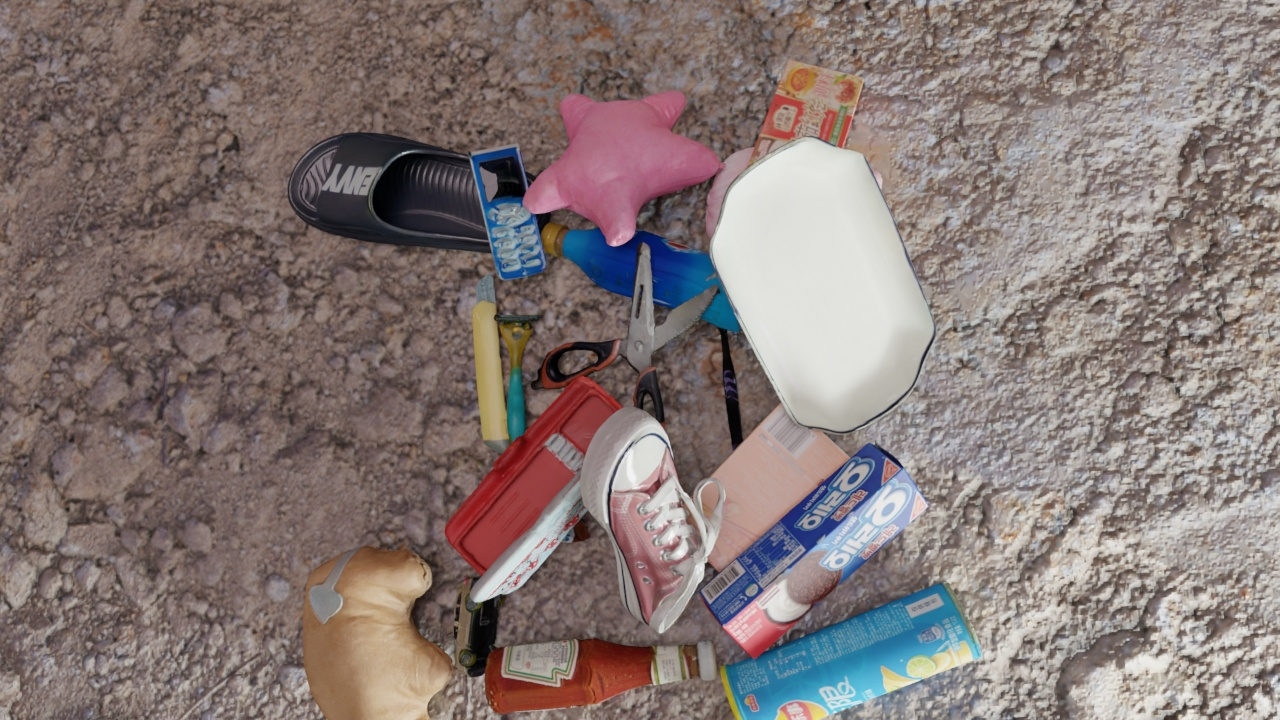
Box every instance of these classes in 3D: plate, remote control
[{"bbox_3d":[0.154,-0.060,0.787,0.162,0.034,0.266,-34,114,-7],"label":"plate"},{"bbox_3d":[-0.125,-0.139,0.864,0.049,0.024,0.125,-13,95,-12],"label":"remote control"}]

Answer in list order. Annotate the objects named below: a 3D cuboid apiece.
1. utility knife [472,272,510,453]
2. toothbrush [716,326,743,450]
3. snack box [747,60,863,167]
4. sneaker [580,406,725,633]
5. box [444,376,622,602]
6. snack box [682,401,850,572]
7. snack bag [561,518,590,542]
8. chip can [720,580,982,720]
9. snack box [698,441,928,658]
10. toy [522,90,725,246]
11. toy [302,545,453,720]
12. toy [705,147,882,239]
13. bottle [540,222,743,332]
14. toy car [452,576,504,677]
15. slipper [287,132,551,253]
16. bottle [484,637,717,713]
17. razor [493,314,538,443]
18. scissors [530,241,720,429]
[{"bbox_3d":[-0.146,0.003,0.891,0.031,0.019,0.178,-6,89,3],"label":"utility knife"},{"bbox_3d":[0.085,0.032,0.856,0.014,0.017,0.189,-7,84,6],"label":"toothbrush"},{"bbox_3d":[0.150,-0.208,0.837,0.075,0.025,0.152,17,60,9],"label":"snack box"},{"bbox_3d":[0.019,0.143,0.754,0.088,0.241,0.118,22,47,37],"label":"sneaker"},{"bbox_3d":[-0.091,0.109,0.801,0.094,0.100,0.201,42,91,11],"label":"box"},{"bbox_3d":[0.108,0.118,0.833,0.084,0.026,0.157,44,92,3],"label":"snack box"},{"bbox_3d":[-0.102,0.165,0.863,0.105,0.026,0.045,-23,80,4],"label":"snack bag"},{"bbox_3d":[0.179,0.260,0.789,0.210,0.071,0.071,-23,81,4],"label":"chip can"},{"bbox_3d":[0.150,0.162,0.796,0.207,0.057,0.058,-41,118,-2],"label":"snack box"},{"bbox_3d":[-0.012,-0.180,0.849,0.179,0.075,0.194,5,57,13],"label":"toy"},{"bbox_3d":[-0.241,0.284,0.843,0.144,0.082,0.226,-17,84,19],"label":"toy"},{"bbox_3d":[0.140,-0.140,0.846,0.159,0.054,0.121,5,77,9],"label":"toy"},{"bbox_3d":[0.005,-0.087,0.850,0.219,0.065,0.065,19,86,20],"label":"bottle"},{"bbox_3d":[-0.154,0.247,0.854,0.035,0.042,0.090,-4,77,30],"label":"toy car"},{"bbox_3d":[-0.222,-0.169,0.890,0.268,0.083,0.110,10,85,7],"label":"slipper"},{"bbox_3d":[-0.034,0.279,0.825,0.206,0.060,0.059,-7,83,3],"label":"bottle"},{"bbox_3d":[-0.119,0.019,0.878,0.043,0.028,0.132,1,76,-14],"label":"razor"},{"bbox_3d":[-0.008,0.005,0.837,0.226,0.015,0.189,-26,90,29],"label":"scissors"}]
